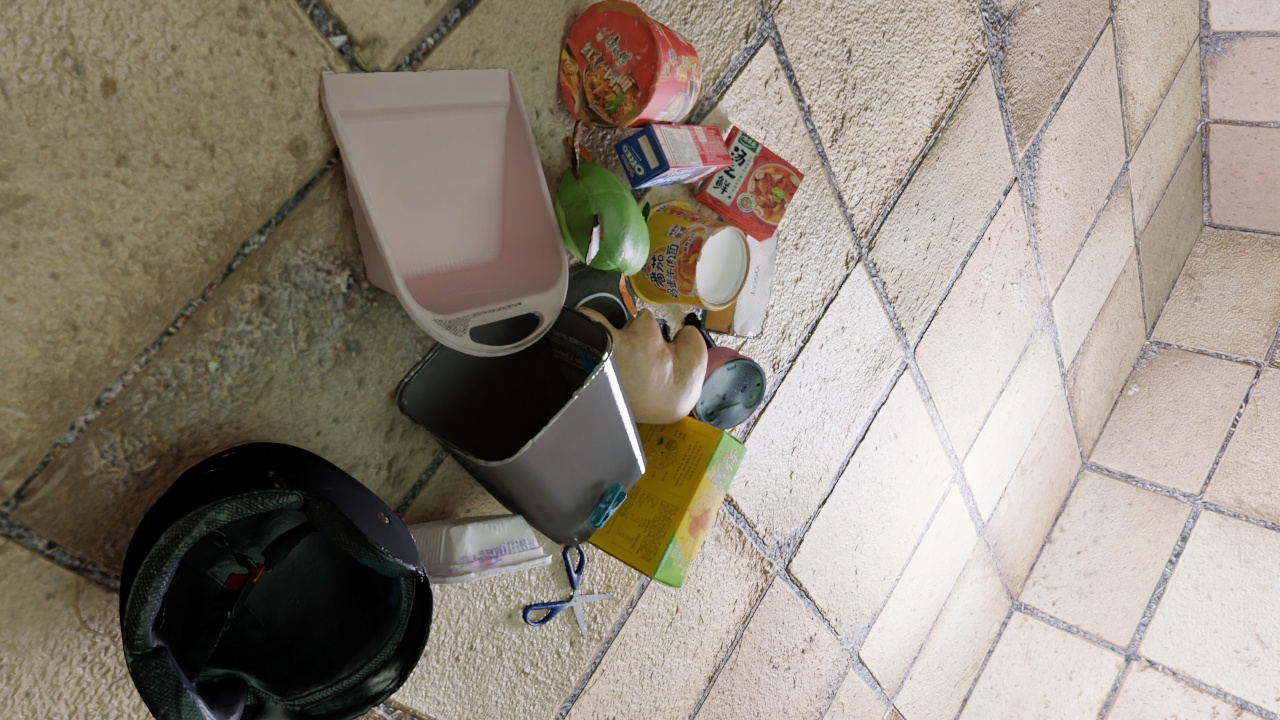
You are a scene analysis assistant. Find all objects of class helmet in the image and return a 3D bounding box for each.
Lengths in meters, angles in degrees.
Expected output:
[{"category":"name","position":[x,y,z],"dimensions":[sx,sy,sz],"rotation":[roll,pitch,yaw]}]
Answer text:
[{"category":"helmet","position":[-0.317,0.201,0.812],"dimensions":[0.233,0.230,0.275],"rotation":[-41,132,-10]}]

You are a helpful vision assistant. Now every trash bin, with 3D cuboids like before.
[{"category":"trash bin","position":[-0.111,0.072,1.020],"dimensions":[0.198,0.199,0.220],"rotation":[-49,140,-20]}]

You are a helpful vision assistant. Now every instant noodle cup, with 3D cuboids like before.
[{"category":"instant noodle cup","position":[-0.005,-0.322,1.022],"dimensions":[0.108,0.138,0.138],"rotation":[-11,113,-53]},{"category":"instant noodle cup","position":[-0.197,0.204,1.003],"dimensions":[0.137,0.174,0.060],"rotation":[-1,84,-47]},{"category":"instant noodle cup","position":[0.067,-0.129,1.184],"dimensions":[0.137,0.110,0.138],"rotation":[-18,116,-41]}]

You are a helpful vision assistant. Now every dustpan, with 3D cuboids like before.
[{"category":"dustpan","position":[-0.167,-0.151,0.904],"dimensions":[0.221,0.139,0.274],"rotation":[-21,120,-40]}]

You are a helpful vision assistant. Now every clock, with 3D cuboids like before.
[{"category":"clock","position":[0.117,0.052,1.326],"dimensions":[0.117,0.060,0.159],"rotation":[-17,125,-20]}]

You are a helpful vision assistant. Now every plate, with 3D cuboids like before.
[{"category":"plate","position":[-0.062,-0.032,1.149],"dimensions":[0.179,0.024,0.180],"rotation":[-20,120,-41]}]

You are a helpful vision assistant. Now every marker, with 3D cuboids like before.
[{"category":"marker","position":[0.098,-0.022,1.327],"dimensions":[0.022,0.020,0.132],"rotation":[-51,135,-14]}]

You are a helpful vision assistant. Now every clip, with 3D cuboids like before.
[{"category":"clip","position":[-0.036,0.162,1.016],"dimensions":[0.055,0.013,0.038],"rotation":[-52,148,-21]}]

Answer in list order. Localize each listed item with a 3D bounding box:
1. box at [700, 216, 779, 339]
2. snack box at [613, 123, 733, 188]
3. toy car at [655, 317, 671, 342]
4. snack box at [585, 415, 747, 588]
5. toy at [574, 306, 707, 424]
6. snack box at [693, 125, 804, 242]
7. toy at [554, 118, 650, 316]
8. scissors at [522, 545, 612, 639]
[{"category":"box","position":[0.142,-0.123,1.295],"dimensions":[0.089,0.059,0.184],"rotation":[11,87,-49]},{"category":"snack box","position":[0.043,-0.246,1.095],"dimensions":[0.207,0.057,0.058],"rotation":[-26,94,-62]},{"category":"toy car","position":[0.020,-0.001,1.238],"dimensions":[0.054,0.037,0.121],"rotation":[-33,126,-33]},{"category":"snack box","position":[0.025,0.173,1.219],"dimensions":[0.070,0.158,0.210],"rotation":[37,77,-48]},{"category":"toy","position":[-0.007,0.007,1.142],"dimensions":[0.225,0.083,0.143],"rotation":[17,79,-41]},{"category":"snack box","position":[0.151,-0.243,1.230],"dimensions":[0.113,0.044,0.127],"rotation":[31,76,-11]},{"category":"toy","position":[-0.042,-0.155,1.025],"dimensions":[0.246,0.090,0.227],"rotation":[34,40,-75]},{"category":"scissors","position":[-0.097,0.325,1.260],"dimensions":[0.162,0.012,0.176],"rotation":[-20,120,-42]}]
